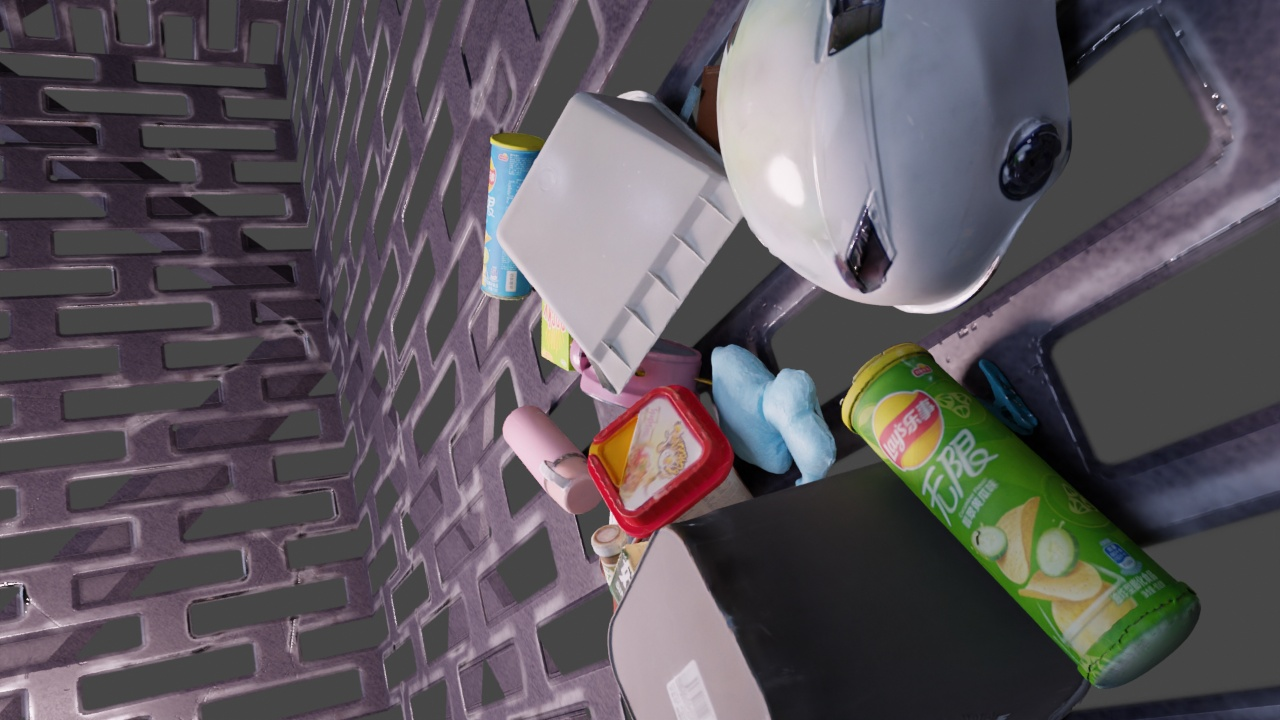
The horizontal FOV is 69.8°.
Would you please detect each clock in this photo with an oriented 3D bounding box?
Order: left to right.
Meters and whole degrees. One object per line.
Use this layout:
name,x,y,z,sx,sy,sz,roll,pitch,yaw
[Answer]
clock,-0.005,0.005,0.899,0.159,0.117,0.060,25,106,56

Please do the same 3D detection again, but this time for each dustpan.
dustpan,-0.016,-0.138,0.868,0.258,0.142,0.223,44,115,20

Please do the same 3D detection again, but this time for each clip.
clip,0.225,0.027,0.573,0.055,0.013,0.034,50,138,46

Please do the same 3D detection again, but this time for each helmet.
helmet,0.132,-0.153,0.575,0.229,0.145,0.259,34,125,56

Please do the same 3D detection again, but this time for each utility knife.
utility knife,0.023,-0.188,0.896,0.219,0.015,0.033,120,140,-56

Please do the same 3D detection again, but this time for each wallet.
wallet,0.085,-0.202,0.780,0.125,0.032,0.101,25,113,58

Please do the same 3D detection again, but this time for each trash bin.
trash bin,0.118,0.184,0.588,0.198,0.219,0.199,60,142,38

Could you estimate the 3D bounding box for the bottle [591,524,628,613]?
bottle,-0.002,0.252,0.919,0.060,0.059,0.206,32,146,57

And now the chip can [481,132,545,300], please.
chip can,-0.170,-0.189,1.217,0.071,0.071,0.211,45,134,50

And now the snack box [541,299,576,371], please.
snack box,-0.096,-0.071,1.147,0.086,0.026,0.156,28,119,59

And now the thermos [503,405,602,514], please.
thermos,-0.119,0.121,1.164,0.067,0.087,0.198,-55,35,3

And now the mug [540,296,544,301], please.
mug,-0.079,-0.100,1.020,0.106,0.111,0.082,4,72,64

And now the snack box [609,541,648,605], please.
snack box,0.073,0.258,0.794,0.240,0.114,0.063,56,141,41

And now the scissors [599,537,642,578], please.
scissors,0.028,0.161,0.923,0.198,0.015,0.213,-22,96,28

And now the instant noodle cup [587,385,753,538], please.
instant noodle cup,0.034,0.104,0.811,0.117,0.124,0.116,-39,47,5

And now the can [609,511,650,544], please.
can,-0.003,0.157,0.979,0.058,0.058,0.147,33,124,56

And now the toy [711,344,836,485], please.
toy,0.105,0.048,0.765,0.161,0.049,0.157,69,153,18

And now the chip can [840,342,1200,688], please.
chip can,0.211,0.083,0.533,0.221,0.072,0.073,52,139,39
